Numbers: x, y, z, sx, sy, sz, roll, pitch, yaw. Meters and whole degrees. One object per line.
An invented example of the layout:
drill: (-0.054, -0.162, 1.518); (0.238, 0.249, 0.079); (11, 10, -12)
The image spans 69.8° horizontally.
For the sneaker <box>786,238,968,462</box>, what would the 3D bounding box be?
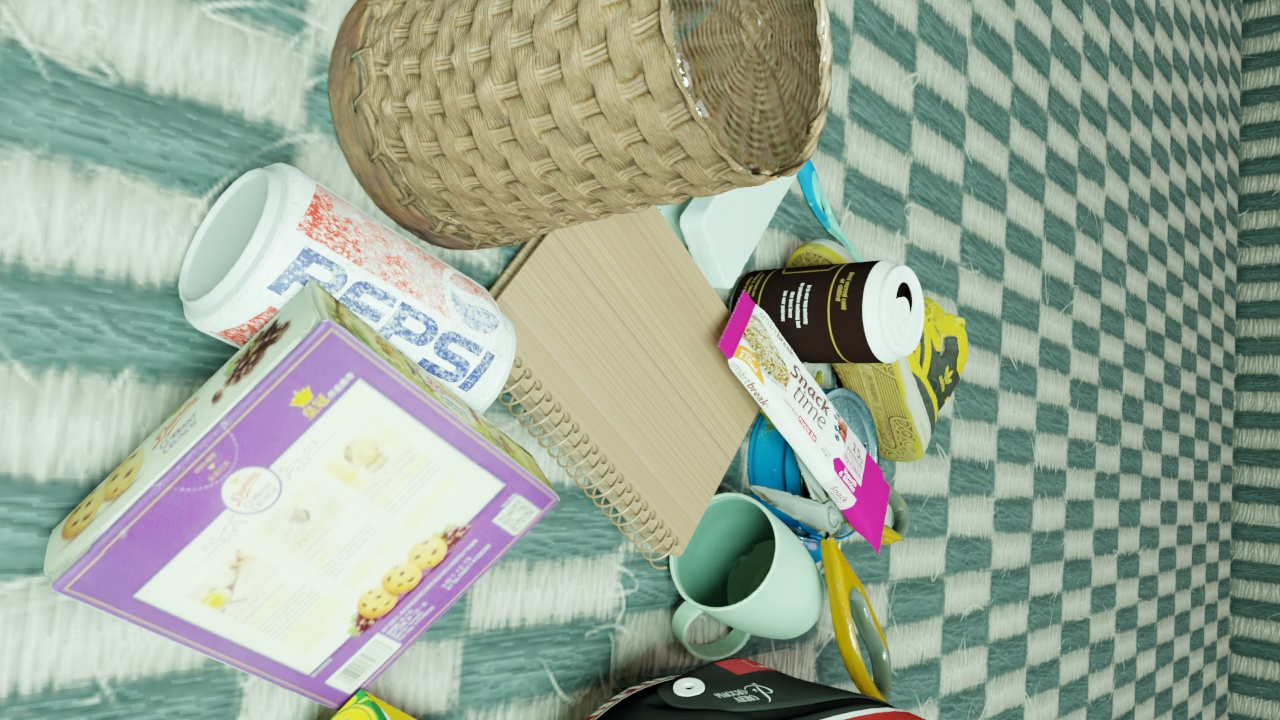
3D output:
sneaker: (0.210, -0.032, 0.780); (0.121, 0.086, 0.239); (-51, 129, -27)

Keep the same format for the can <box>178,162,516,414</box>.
can: (-0.128, -0.024, 0.420); (0.136, 0.078, 0.078); (33, 66, -42)

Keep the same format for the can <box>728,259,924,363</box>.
can: (0.131, -0.033, 0.664); (0.071, 0.129, 0.072); (0, 90, -47)

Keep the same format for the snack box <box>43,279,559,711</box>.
snack box: (-0.133, 0.065, 0.389); (0.143, 0.040, 0.148); (-44, 129, 0)

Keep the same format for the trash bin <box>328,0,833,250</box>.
trash bin: (-0.027, -0.136, 0.433); (0.151, 0.211, 0.151); (1, 89, -48)

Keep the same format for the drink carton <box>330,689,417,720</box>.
drink carton: (-0.110, 0.212, 0.438); (0.058, 0.041, 0.122); (-45, 136, -10)

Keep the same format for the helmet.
helmet: (0.053, 0.276, 0.506); (0.270, 0.225, 0.198); (-12, 106, -35)

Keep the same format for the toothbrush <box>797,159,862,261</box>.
toothbrush: (0.159, -0.124, 0.782); (0.135, 0.017, 0.022); (54, 54, -30)

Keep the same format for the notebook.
notebook: (-0.003, 0.003, 0.576); (0.210, 0.022, 0.168); (52, 55, -30)

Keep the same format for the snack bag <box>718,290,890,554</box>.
snack bag: (0.120, 0.043, 0.638); (0.196, 0.016, 0.070); (51, 37, -17)

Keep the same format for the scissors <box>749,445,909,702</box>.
scissors: (0.147, 0.121, 0.656); (0.225, 0.016, 0.225); (-22, 91, -54)

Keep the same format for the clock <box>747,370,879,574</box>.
clock: (0.139, 0.097, 0.726); (0.116, 0.060, 0.161); (-23, 108, -46)

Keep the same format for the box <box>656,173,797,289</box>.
box: (0.079, -0.138, 0.667); (0.085, 0.071, 0.198); (41, 58, -17)

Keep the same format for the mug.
mug: (0.071, 0.163, 0.646); (0.111, 0.084, 0.104); (-49, 134, -2)
